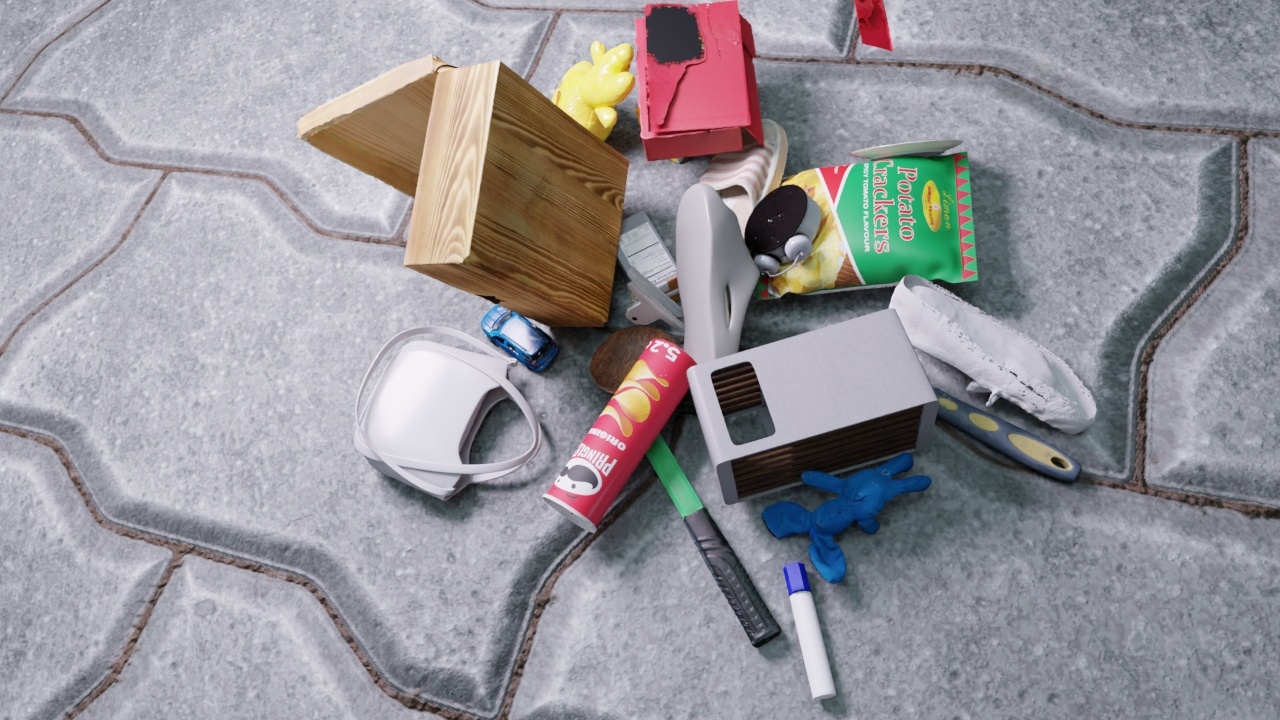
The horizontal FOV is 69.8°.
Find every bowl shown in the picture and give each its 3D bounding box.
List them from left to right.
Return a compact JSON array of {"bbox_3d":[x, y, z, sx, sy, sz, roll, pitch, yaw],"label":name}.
[{"bbox_3d":[-0.007,0.007,1.126,0.102,0.026,0.114,23,57,26],"label":"bowl"}]

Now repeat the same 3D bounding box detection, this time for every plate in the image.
[{"bbox_3d":[0.334,-0.261,1.151,0.135,0.134,0.011,-3,97,12],"label":"plate"}]

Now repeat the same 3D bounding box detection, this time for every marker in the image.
[{"bbox_3d":[0.171,0.273,0.931,0.023,0.027,0.133,-15,58,10],"label":"marker"}]

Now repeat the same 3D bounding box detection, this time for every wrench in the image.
[{"bbox_3d":[0.348,0.058,1.011,0.273,0.022,0.073,31,72,28],"label":"wrench"}]

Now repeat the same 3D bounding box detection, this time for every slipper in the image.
[{"bbox_3d":[0.098,-0.074,1.088,0.080,0.113,0.265,-1,83,-17],"label":"slipper"},{"bbox_3d":[0.116,-0.210,1.190,0.115,0.052,0.262,-5,59,45],"label":"slipper"},{"bbox_3d":[0.377,0.000,1.000,0.247,0.075,0.112,35,51,18],"label":"slipper"}]

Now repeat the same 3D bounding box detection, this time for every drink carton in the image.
[{"bbox_3d":[0.007,-0.126,1.190,0.076,0.048,0.124,-27,58,-2],"label":"drink carton"}]

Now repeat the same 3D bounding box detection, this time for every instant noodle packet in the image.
[{"bbox_3d":[0.270,-0.165,1.118,0.253,0.090,0.195,-4,58,20],"label":"instant noodle packet"}]

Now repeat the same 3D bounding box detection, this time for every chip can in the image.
[{"bbox_3d":[-0.019,0.081,1.028,0.069,0.069,0.220,26,71,26],"label":"chip can"}]

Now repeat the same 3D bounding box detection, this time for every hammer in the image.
[{"bbox_3d":[0.060,0.169,1.019,0.130,0.032,0.318,-29,58,-4],"label":"hammer"}]

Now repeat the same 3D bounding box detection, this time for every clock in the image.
[{"bbox_3d":[0.171,-0.153,1.098,0.095,0.035,0.122,-24,48,40],"label":"clock"}]

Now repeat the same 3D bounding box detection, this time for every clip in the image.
[{"bbox_3d":[0.012,-0.067,1.129,0.052,0.102,0.058,-57,28,-11],"label":"clip"}]

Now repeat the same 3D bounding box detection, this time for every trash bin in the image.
[{"bbox_3d":[0.179,0.051,0.976,0.229,0.114,0.114,-16,58,2],"label":"trash bin"}]

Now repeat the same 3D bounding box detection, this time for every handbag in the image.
[{"bbox_3d":[-0.220,0.062,1.119,0.223,0.096,0.215,15,68,16],"label":"handbag"}]

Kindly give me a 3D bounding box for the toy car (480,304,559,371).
[{"bbox_3d":[-0.157,-0.034,1.183,0.120,0.043,0.056,35,76,31],"label":"toy car"}]

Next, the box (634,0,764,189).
[{"bbox_3d":[0.080,-0.353,1.243,0.165,0.153,0.213,-5,66,4],"label":"box"}]

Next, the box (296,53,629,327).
[{"bbox_3d":[-0.227,-0.215,1.151,0.335,0.279,0.286,3,79,33],"label":"box"}]

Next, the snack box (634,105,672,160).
[{"bbox_3d":[0.055,-0.348,1.284,0.061,0.084,0.105,32,73,28],"label":"snack box"}]

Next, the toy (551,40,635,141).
[{"bbox_3d":[-0.067,-0.363,1.283,0.092,0.208,0.133,7,72,-24],"label":"toy"}]

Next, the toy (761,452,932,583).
[{"bbox_3d":[0.221,0.159,0.958,0.176,0.071,0.112,-32,64,8],"label":"toy"}]
